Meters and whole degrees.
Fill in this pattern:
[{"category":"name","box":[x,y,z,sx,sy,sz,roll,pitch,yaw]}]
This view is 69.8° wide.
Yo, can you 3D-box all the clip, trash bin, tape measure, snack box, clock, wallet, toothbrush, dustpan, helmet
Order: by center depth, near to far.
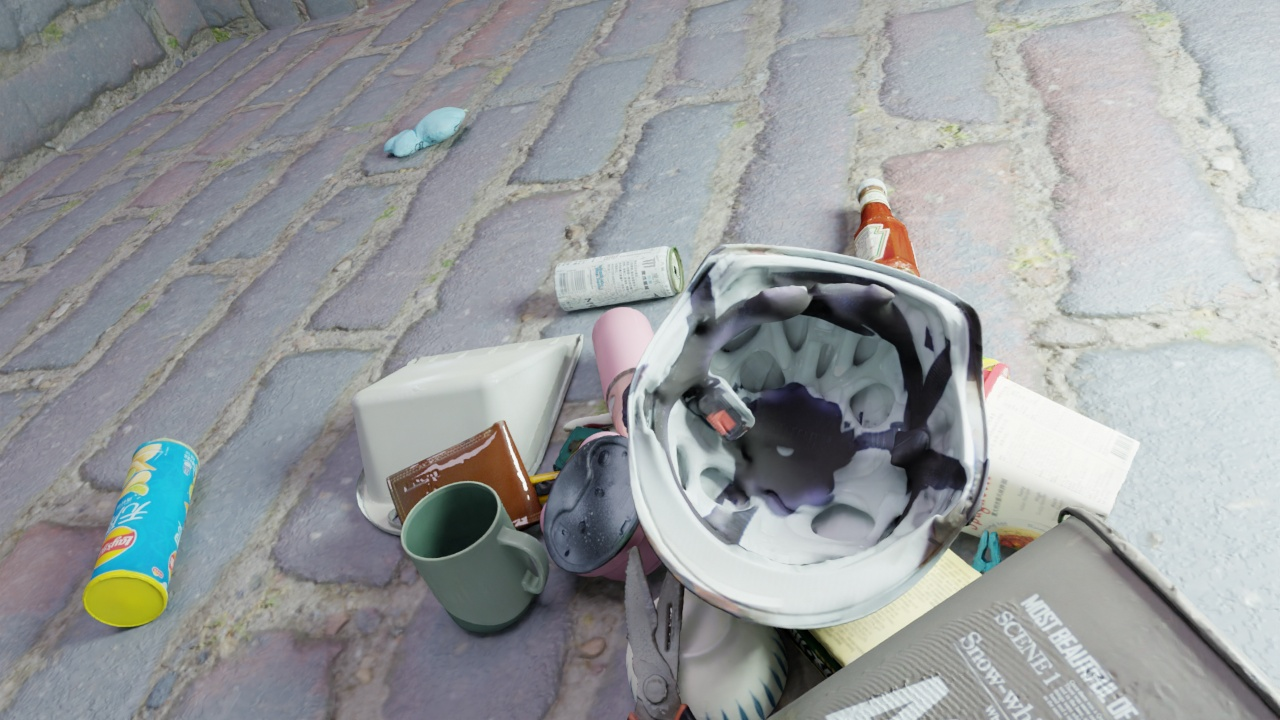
[{"category":"trash bin","box":[0.190,0.227,0.462,0.220,0.199,0.199,-27,37,0]},{"category":"helmet","box":[0.105,0.058,0.621,0.229,0.146,0.258,11,69,10]},{"category":"clip","box":[0.246,0.148,0.651,0.034,0.055,0.013,9,5,30]},{"category":"snack box","box":[0.149,0.157,0.668,0.114,0.063,0.240,-30,37,-14]},{"category":"clock","box":[-0.030,0.120,0.771,0.158,0.059,0.117,27,86,51]},{"category":"wallet","box":[-0.158,0.124,0.828,0.124,0.032,0.101,-26,76,0]},{"category":"tape measure","box":[-0.052,0.088,0.880,0.055,0.025,0.058,3,43,29]},{"category":"toothbrush","box":[0.014,0.054,0.903,0.188,0.016,0.017,-11,47,11]},{"category":"dustpan","box":[-0.187,0.075,0.973,0.223,0.142,0.257,-8,9,16]}]

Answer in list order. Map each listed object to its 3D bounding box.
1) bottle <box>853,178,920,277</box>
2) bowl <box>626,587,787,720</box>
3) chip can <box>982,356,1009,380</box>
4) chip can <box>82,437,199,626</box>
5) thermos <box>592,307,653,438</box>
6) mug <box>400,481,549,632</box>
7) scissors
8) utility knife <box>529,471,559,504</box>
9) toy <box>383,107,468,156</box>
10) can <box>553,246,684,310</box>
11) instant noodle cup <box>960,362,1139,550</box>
[{"category":"bottle","box":[0.260,-0.134,0.992,0.060,0.060,0.205,-9,37,14]},{"category":"bowl","box":[0.042,0.204,0.654,0.116,0.066,0.116,-12,37,9]},{"category":"chip can","box":[0.228,-0.012,0.839,0.072,0.073,0.221,-31,37,-15]},{"category":"chip can","box":[-0.509,0.170,0.947,0.071,0.071,0.210,-21,36,-1]},{"category":"thermos","box":[-0.005,0.005,0.888,0.067,0.087,0.198,7,23,-10]},{"category":"mug","box":[-0.123,0.164,0.746,0.112,0.106,0.082,-2,39,24]},{"category":"scissors","box":[0.020,0.233,0.592,0.213,0.015,0.197,38,82,25]},{"category":"utility knife","box":[-0.077,0.113,0.847,0.218,0.033,0.015,-11,-7,2]},{"category":"toy","box":[-0.383,-0.415,1.657,0.156,0.050,0.161,-43,34,-17]},{"category":"can","box":[-0.026,-0.096,1.075,0.147,0.058,0.058,-7,38,16]},{"category":"instant noodle cup","box":[0.280,0.082,0.671,0.124,0.116,0.116,23,53,29]}]
